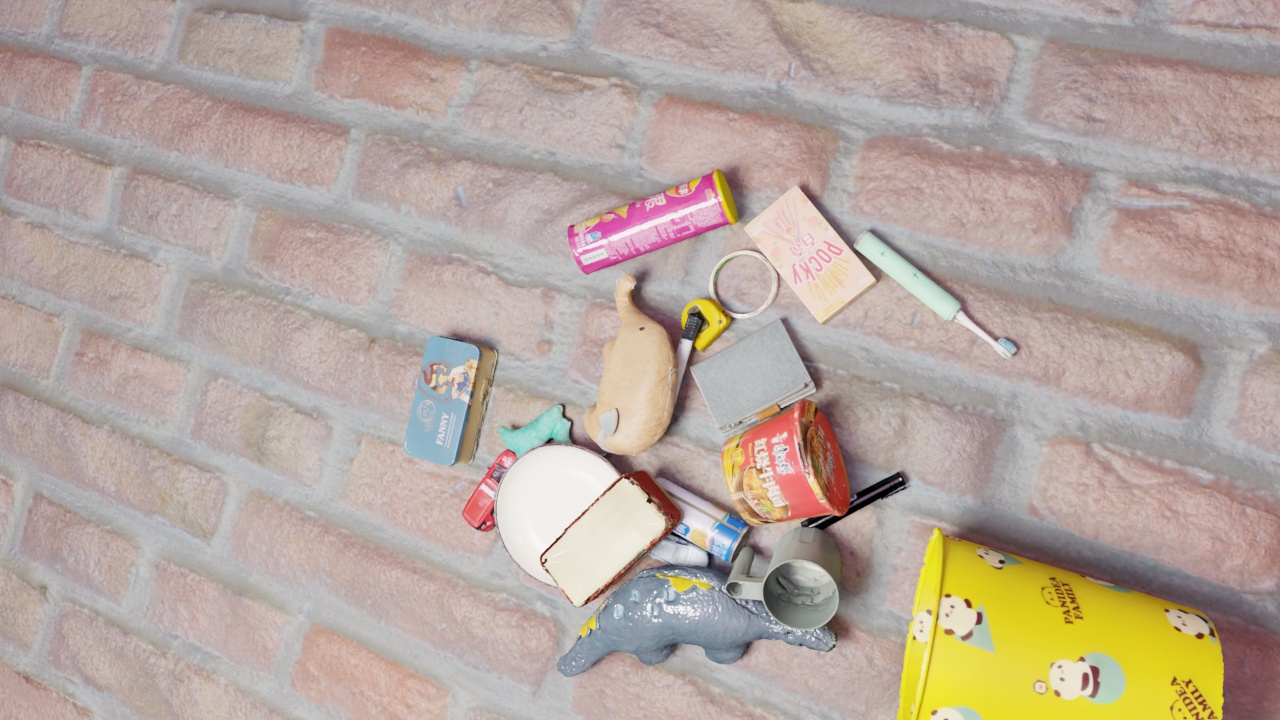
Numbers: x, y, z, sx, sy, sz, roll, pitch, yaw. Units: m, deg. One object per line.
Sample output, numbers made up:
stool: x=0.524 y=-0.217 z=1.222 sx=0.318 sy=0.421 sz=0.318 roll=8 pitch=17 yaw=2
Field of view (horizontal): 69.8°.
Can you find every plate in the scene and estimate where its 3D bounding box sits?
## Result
plate: x=-0.093 y=0.196 z=1.177 sx=0.193 sy=0.039 sz=0.192 roll=2 pitch=98 yaw=16

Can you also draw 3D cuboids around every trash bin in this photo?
trash bin: x=0.404 y=0.308 z=0.916 sx=0.255 sy=0.229 sz=0.229 roll=11 pitch=89 yaw=14

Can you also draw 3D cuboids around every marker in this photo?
marker: x=0.051 y=0.003 z=1.149 sx=0.023 sy=0.018 sz=0.131 roll=23 pitch=111 yaw=21
marker: x=0.251 y=0.171 z=1.081 sx=0.132 sy=0.020 sz=0.022 roll=-31 pitch=86 yaw=14

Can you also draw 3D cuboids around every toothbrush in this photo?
toothbrush: x=0.340 y=-0.076 z=1.068 sx=0.027 sy=0.026 sz=0.224 roll=-43 pitch=71 yaw=-12

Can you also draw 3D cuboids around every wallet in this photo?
wallet: x=0.138 y=0.024 z=1.126 sx=0.130 sy=0.037 sz=0.106 roll=-29 pitch=66 yaw=14

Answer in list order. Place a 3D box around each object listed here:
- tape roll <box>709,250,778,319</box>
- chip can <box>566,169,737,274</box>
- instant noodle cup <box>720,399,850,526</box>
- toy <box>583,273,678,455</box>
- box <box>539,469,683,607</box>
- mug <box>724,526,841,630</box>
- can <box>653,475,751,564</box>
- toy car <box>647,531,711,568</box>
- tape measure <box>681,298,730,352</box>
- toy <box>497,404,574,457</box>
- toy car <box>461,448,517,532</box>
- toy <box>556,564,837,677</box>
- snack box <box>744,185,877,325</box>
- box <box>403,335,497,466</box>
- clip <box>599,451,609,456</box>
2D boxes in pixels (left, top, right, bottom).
tape roll: x=0.130 y=-0.095 z=1.152 sx=0.086 sy=0.014 sz=0.085 roll=-2 pitch=84 yaw=19
chip can: x=0.013 y=-0.175 z=1.170 sx=0.211 sy=0.071 sz=0.071 roll=-17 pitch=79 yaw=18
instant noodle cup: x=0.166 y=0.126 z=1.063 sx=0.109 sy=0.137 sz=0.138 roll=-22 pitch=78 yaw=25
toy: x=-0.007 y=0.007 z=1.149 sx=0.144 sy=0.082 sz=0.226 roll=10 pitch=89 yaw=42
box: x=-0.037 y=0.215 z=1.097 sx=0.168 sy=0.076 sz=0.091 roll=-46 pitch=76 yaw=17
mug: x=0.166 y=0.243 z=1.048 sx=0.124 sy=0.103 sz=0.084 roll=3 pitch=104 yaw=15
can: x=0.066 y=0.194 z=1.127 sx=0.135 sy=0.053 sz=0.053 roll=27 pitch=94 yaw=20
toy car: x=0.044 y=0.237 z=1.142 sx=0.090 sy=0.034 sz=0.043 roll=22 pitch=90 yaw=18
tape measure: x=0.078 y=-0.049 z=1.150 sx=0.060 sy=0.028 sz=0.057 roll=-47 pitch=71 yaw=29
toy: x=-0.129 y=0.100 z=1.210 sx=0.092 sy=0.030 sz=0.096 roll=-39 pitch=70 yaw=-6
toy car: x=-0.193 y=0.174 z=1.227 sx=0.053 sy=0.045 sz=0.120 roll=36 pitch=95 yaw=18
toy: x=0.051 y=0.310 z=1.097 sx=0.357 sy=0.091 sz=0.138 roll=-10 pitch=101 yaw=19
snack box: x=0.207 y=-0.129 z=1.121 sx=0.084 sy=0.026 sz=0.157 roll=-40 pitch=73 yaw=12
box: x=-0.261 y=0.061 z=1.253 sx=0.090 sy=0.059 sz=0.184 roll=11 pitch=87 yaw=21
clip: x=-0.067 y=0.133 z=1.196 sx=0.057 sy=0.024 sz=0.029 roll=-6 pitch=86 yaw=15
